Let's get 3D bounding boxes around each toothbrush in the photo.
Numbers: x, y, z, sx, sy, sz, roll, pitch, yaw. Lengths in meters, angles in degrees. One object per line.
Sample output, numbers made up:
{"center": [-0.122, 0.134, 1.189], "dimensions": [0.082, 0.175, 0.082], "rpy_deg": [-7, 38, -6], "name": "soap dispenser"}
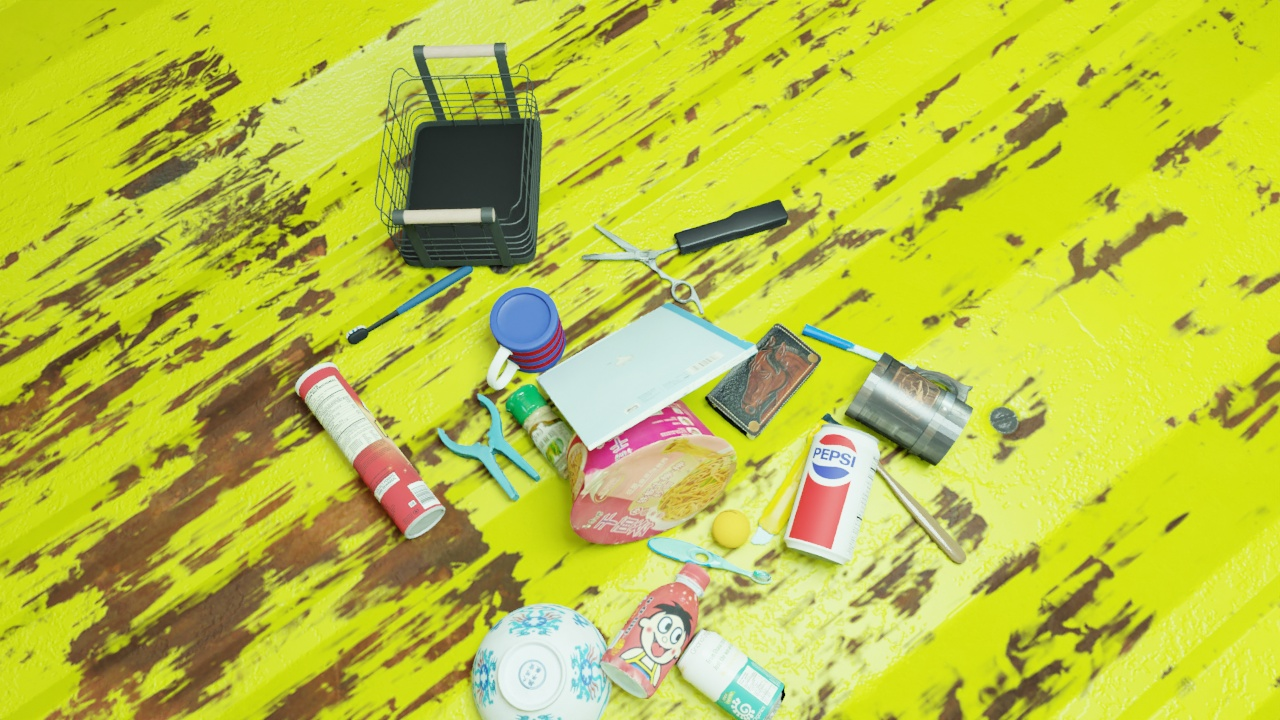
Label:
{"center": [0.283, 0.149, 0.974], "dimensions": [0.016, 0.016, 0.167], "rpy_deg": [-37, 74, -11], "name": "toothbrush"}
{"center": [0.072, 0.209, 0.960], "dimensions": [0.135, 0.017, 0.022], "rpy_deg": [16, 62, 8], "name": "toothbrush"}
{"center": [-0.270, -0.067, 1.078], "dimensions": [0.167, 0.014, 0.014], "rpy_deg": [-33, 38, -12], "name": "toothbrush"}

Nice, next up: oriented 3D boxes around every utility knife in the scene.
{"center": [0.167, 0.129, 0.985], "dimensions": [0.030, 0.017, 0.164], "rpy_deg": [31, 74, 18], "name": "utility knife"}

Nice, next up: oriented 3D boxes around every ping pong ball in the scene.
{"center": [0.095, 0.175, 0.958], "dimensions": [0.040, 0.040, 0.040], "rpy_deg": [-1, 70, 2], "name": "ping pong ball"}

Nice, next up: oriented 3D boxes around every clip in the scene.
{"center": [-0.155, 0.082, 1.015], "dimensions": [0.130, 0.031, 0.121], "rpy_deg": [23, 68, 11], "name": "clip"}

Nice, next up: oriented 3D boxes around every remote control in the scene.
{"center": [0.108, -0.159, 1.088], "dimensions": [0.136, 0.015, 0.032], "rpy_deg": [-18, 70, -9], "name": "remote control"}

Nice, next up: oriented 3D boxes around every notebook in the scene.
{"center": [-0.006, 0.005, 0.940], "dimensions": [0.181, 0.253, 0.009], "rpy_deg": [-30, 110, -8], "name": "notebook"}

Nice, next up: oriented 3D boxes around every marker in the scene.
{"center": [0.251, -0.010, 1.034], "dimensions": [0.142, 0.013, 0.013], "rpy_deg": [22, 72, 10], "name": "marker"}

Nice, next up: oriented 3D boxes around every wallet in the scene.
{"center": [0.138, 0.022, 1.023], "dimensions": [0.072, 0.019, 0.123], "rpy_deg": [41, 77, 11], "name": "wallet"}

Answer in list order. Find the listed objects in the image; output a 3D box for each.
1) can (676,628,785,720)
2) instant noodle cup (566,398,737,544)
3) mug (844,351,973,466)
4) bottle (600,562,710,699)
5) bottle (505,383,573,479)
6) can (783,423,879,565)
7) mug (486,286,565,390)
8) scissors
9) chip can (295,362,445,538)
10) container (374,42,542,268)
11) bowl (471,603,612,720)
{"center": [0.089, 0.313, 0.901], "dimensions": [0.101, 0.055, 0.054], "rpy_deg": [34, 75, 14], "name": "can"}
{"center": [0.001, 0.104, 0.930], "dimensions": [0.178, 0.179, 0.077], "rpy_deg": [-23, 54, -6], "name": "instant noodle cup"}
{"center": [0.294, 0.041, 0.984], "dimensions": [0.107, 0.080, 0.115], "rpy_deg": [33, 55, 12], "name": "mug"}
{"center": [0.022, 0.264, 0.917], "dimensions": [0.062, 0.062, 0.137], "rpy_deg": [32, 61, 13], "name": "bottle"}
{"center": [-0.102, 0.078, 1.003], "dimensions": [0.043, 0.043, 0.111], "rpy_deg": [-37, 73, -11], "name": "bottle"}
{"center": [0.198, 0.138, 0.944], "dimensions": [0.070, 0.070, 0.132], "rpy_deg": [17, 78, 9], "name": "can"}
{"center": [-0.135, -0.019, 1.021], "dimensions": [0.075, 0.076, 0.111], "rpy_deg": [31, 74, 13], "name": "mug"}
{"center": [0.011, -0.110, 1.081], "dimensions": [0.141, 0.014, 0.161], "rpy_deg": [-21, 71, -8], "name": "scissors"}
{"center": [-0.295, 0.096, 1.000], "dimensions": [0.051, 0.052, 0.214], "rpy_deg": [-39, 73, -11], "name": "chip can"}
{"center": [-0.206, -0.232, 1.067], "dimensions": [0.163, 0.130, 0.241], "rpy_deg": [-1, 66, 2], "name": "container"}
{"center": [-0.101, 0.309, 0.901], "dimensions": [0.144, 0.074, 0.143], "rpy_deg": [-1, 70, 2], "name": "bowl"}
